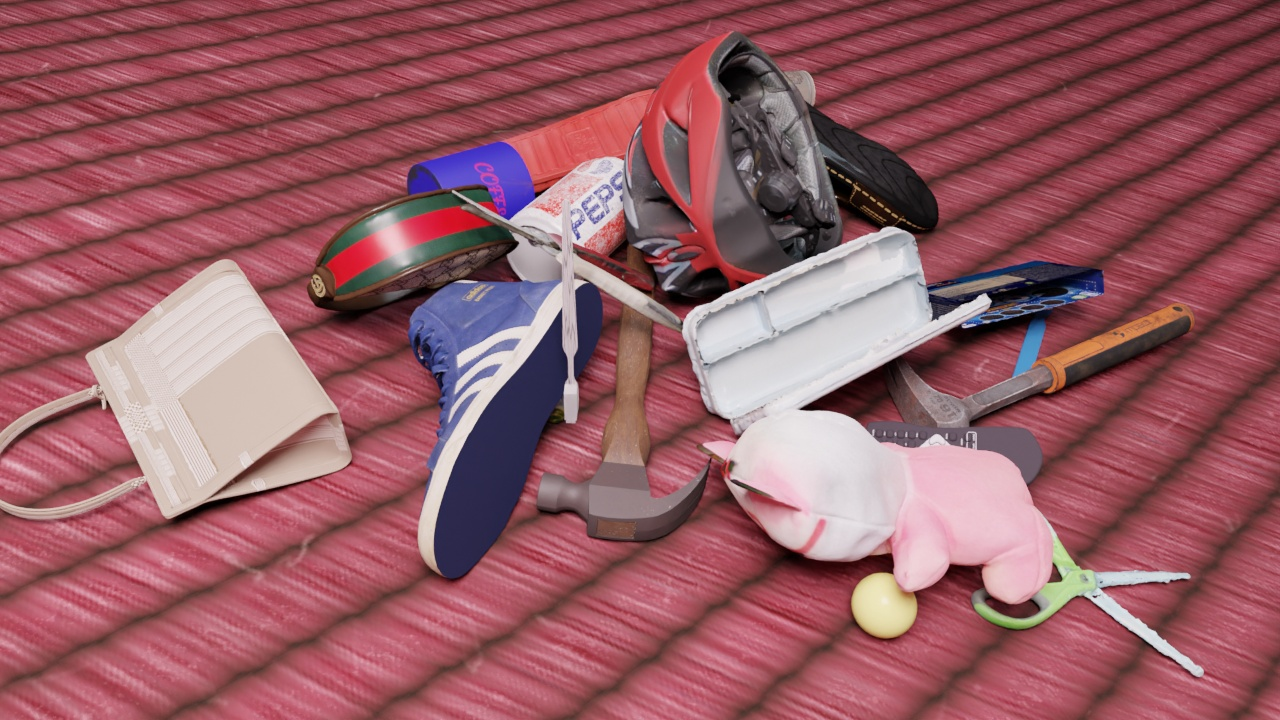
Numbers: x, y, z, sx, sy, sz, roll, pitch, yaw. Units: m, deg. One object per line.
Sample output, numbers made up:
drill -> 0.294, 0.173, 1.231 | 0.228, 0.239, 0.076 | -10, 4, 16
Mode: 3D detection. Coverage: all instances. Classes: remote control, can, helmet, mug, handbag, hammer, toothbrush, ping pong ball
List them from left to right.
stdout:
handbag -> -0.324, 0.038, 0.607 | 0.197, 0.062, 0.175 | -28, 55, -26
handbag -> -0.174, -0.078, 0.704 | 0.166, 0.139, 0.063 | -28, 93, -55
mug -> -0.160, -0.148, 0.826 | 0.083, 0.079, 0.111 | -25, 24, -32
toothbrush -> -0.046, -0.024, 0.584 | 0.010, 0.182, 0.010 | 3, 45, 0
can -> -0.054, -0.121, 0.808 | 0.078, 0.078, 0.135 | 25, 44, 16
hammer -> -0.004, 0.004, 0.717 | 0.115, 0.033, 0.322 | 6, 42, -2
helmet -> 0.085, -0.162, 0.796 | 0.167, 0.217, 0.271 | -19, 28, 33
can -> 0.130, -0.303, 1.058 | 0.135, 0.054, 0.054 | -10, 46, -22
ping pong ball -> 0.153, 0.154, 0.575 | 0.040, 0.040, 0.040 | 5, 42, -5
remote control -> 0.226, 0.067, 0.669 | 0.124, 0.009, 0.046 | 1, 63, 18
toothbrush -> 0.354, -0.021, 0.823 | 0.016, 0.014, 0.166 | 24, 45, 15
hammer -> 0.347, -0.001, 0.774 | 0.313, 0.035, 0.137 | -18, 50, -24

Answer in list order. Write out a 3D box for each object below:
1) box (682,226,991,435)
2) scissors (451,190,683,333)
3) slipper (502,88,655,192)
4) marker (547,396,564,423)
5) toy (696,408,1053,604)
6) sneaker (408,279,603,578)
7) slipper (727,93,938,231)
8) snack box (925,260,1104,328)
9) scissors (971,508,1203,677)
box -> 0.155, -0.015, 0.669 | 0.215, 0.107, 0.124 | -25, 22, -14
scissors -> -0.044, -0.074, 0.694 | 0.179, 0.015, 0.187 | 38, 16, 13
slipper -> -0.038, -0.204, 0.917 | 0.248, 0.059, 0.103 | -20, 49, -8
marker -> -0.076, -0.008, 0.725 | 0.017, 0.017, 0.146 | -3, 45, -13
toy -> 0.147, 0.084, 0.583 | 0.213, 0.084, 0.142 | 12, 17, -7
sneaker -> -0.128, 0.026, 0.628 | 0.118, 0.091, 0.232 | 11, 56, 24
slipper -> 0.186, -0.205, 0.947 | 0.268, 0.076, 0.112 | 33, 41, 2
snack box -> 0.321, -0.061, 0.817 | 0.150, 0.027, 0.082 | -12, 14, -15
scissors -> 0.301, 0.147, 0.630 | 0.171, 0.023, 0.167 | -1, 38, -15
